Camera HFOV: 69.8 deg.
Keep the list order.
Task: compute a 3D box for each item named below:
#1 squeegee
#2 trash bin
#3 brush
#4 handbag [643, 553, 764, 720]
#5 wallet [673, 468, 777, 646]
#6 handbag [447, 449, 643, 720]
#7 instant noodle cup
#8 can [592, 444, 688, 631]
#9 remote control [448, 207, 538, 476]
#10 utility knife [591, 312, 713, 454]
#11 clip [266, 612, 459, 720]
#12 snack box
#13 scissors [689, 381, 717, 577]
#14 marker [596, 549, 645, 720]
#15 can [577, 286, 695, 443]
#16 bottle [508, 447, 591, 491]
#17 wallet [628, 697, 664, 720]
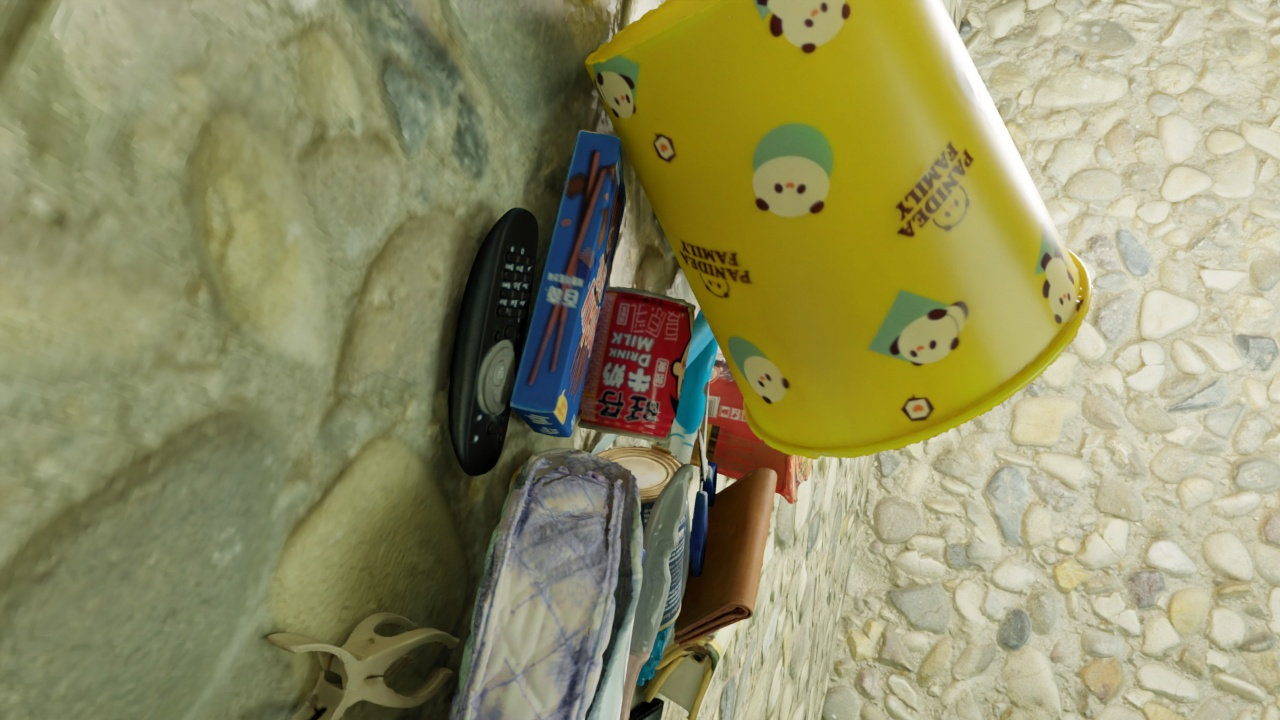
[{"bbox_3d":[0.002,0.186,0.566,0.247,0.040,0.249,38,59,-81],"label":"squeegee"},{"bbox_3d":[0.108,-0.111,0.550,0.255,0.230,0.228,57,39,-21],"label":"trash bin"},{"bbox_3d":[0.024,0.097,0.753,0.109,0.060,0.314,34,65,-74],"label":"brush"},{"bbox_3d":[0.069,0.228,0.858,0.162,0.063,0.179,-51,162,-54],"label":"handbag"},{"bbox_3d":[0.064,0.165,0.768,0.119,0.035,0.130,-47,-161,47],"label":"wallet"},{"bbox_3d":[-0.053,0.157,0.459,0.134,0.075,0.194,-83,-171,-63],"label":"handbag"},{"bbox_3d":[0.105,0.052,0.855,0.137,0.109,0.138,11,89,-70],"label":"instant noodle cup"},{"bbox_3d":[-0.006,0.123,0.636,0.075,0.075,0.111,-42,139,-59],"label":"can"},{"bbox_3d":[-0.077,-0.010,0.463,0.053,0.024,0.136,-3,104,-74],"label":"remote control"},{"bbox_3d":[0.030,-0.003,0.700,0.237,0.018,0.034,-49,158,-31],"label":"utility knife"},{"bbox_3d":[-0.123,0.137,0.401,0.100,0.035,0.071,12,89,-65],"label":"clip"},{"bbox_3d":[-0.037,-0.039,0.517,0.084,0.026,0.157,82,19,-77],"label":"snack box"},{"bbox_3d":[0.049,0.099,0.719,0.162,0.012,0.164,33,64,-78],"label":"scissors"},{"bbox_3d":[-0.016,0.176,0.513,0.017,0.017,0.145,63,32,-58],"label":"marker"},{"bbox_3d":[-0.004,0.004,0.605,0.066,0.066,0.093,19,82,-69],"label":"can"},{"bbox_3d":[-0.046,0.109,0.546,0.063,0.063,0.108,-43,138,-58],"label":"bottle"},{"bbox_3d":[-0.013,0.365,0.821,0.120,0.019,0.097,11,90,-68],"label":"wallet"}]
